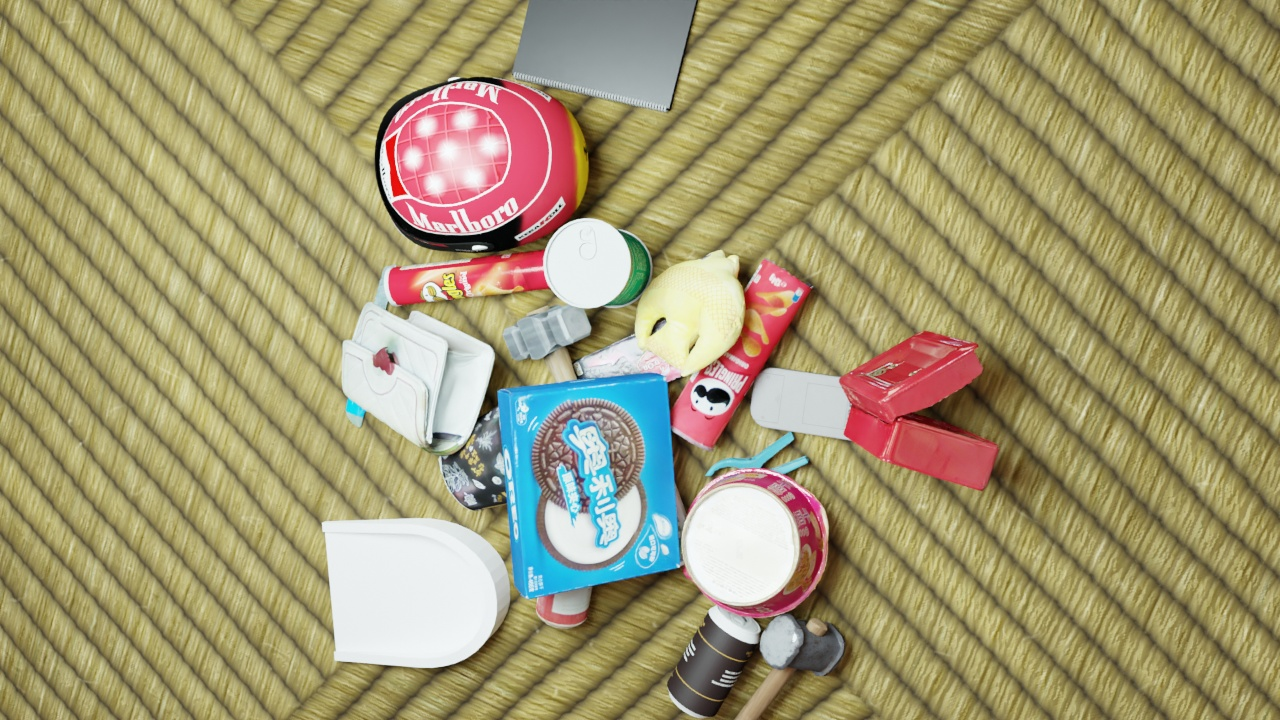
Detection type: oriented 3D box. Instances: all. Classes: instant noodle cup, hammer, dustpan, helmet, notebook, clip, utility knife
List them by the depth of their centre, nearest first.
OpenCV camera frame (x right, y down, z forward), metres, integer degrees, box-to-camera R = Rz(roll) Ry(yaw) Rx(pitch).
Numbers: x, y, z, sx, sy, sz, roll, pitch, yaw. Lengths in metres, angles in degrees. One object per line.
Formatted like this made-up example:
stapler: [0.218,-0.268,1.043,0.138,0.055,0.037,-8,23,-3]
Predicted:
instant noodle cup: [0.123,0.213,1.069,0.179,0.077,0.178,-3,81,20]
helmet: [-0.198,-0.224,1.074,0.271,0.224,0.197,-8,92,10]
hammer: [0.129,0.445,1.132,0.098,0.052,0.329,21,109,-35]
clip: [0.149,0.155,1.132,0.130,0.031,0.121,-11,87,12]
notebook: [-0.045,-0.402,1.138,0.207,0.016,0.149,15,95,10]
instant noodle cup: [-0.175,0.123,1.144,0.112,0.137,0.137,-23,89,21]
hammer: [-0.067,0.086,1.144,0.118,0.051,0.323,-16,99,45]
dustpan: [-0.304,0.309,1.213,0.258,0.053,0.191,-4,93,11]
utility knife: [-0.358,-0.020,1.222,0.031,0.015,0.225,18,100,8]

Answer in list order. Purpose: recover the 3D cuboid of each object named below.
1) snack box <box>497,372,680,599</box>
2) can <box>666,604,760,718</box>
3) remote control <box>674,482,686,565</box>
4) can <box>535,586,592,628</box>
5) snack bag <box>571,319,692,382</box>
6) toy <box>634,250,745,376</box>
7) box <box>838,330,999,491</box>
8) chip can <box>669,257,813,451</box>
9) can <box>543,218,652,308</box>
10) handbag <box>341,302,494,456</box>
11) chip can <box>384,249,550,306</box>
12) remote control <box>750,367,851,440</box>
snack box: [-0.057,0.141,1.070,0.195,0.056,0.239,-6,94,-23]
can: [0.090,0.370,1.133,0.072,0.072,0.128,29,98,8]
remote control: [0.029,0.188,1.156,0.050,0.024,0.143,-20,88,11]
can: [-0.088,0.249,1.148,0.067,0.067,0.170,12,106,10]
snack bag: [-0.007,0.007,1.156,0.155,0.018,0.074,-24,88,10]
toy: [0.061,-0.064,1.087,0.170,0.064,0.155,31,90,50]
box: [0.308,0.072,1.020,0.147,0.157,0.156,-25,99,0]
chip can: [0.117,-0.007,1.104,0.073,0.073,0.233,32,98,7]
can: [-0.047,-0.112,1.091,0.099,0.143,0.099,1,94,11]
handbag: [-0.283,0.019,1.128,0.199,0.096,0.142,22,96,41]
chip can: [-0.216,-0.105,1.171,0.215,0.051,0.052,-5,92,11]
remote control: [0.211,0.053,1.116,0.151,0.019,0.074,8,95,9]
